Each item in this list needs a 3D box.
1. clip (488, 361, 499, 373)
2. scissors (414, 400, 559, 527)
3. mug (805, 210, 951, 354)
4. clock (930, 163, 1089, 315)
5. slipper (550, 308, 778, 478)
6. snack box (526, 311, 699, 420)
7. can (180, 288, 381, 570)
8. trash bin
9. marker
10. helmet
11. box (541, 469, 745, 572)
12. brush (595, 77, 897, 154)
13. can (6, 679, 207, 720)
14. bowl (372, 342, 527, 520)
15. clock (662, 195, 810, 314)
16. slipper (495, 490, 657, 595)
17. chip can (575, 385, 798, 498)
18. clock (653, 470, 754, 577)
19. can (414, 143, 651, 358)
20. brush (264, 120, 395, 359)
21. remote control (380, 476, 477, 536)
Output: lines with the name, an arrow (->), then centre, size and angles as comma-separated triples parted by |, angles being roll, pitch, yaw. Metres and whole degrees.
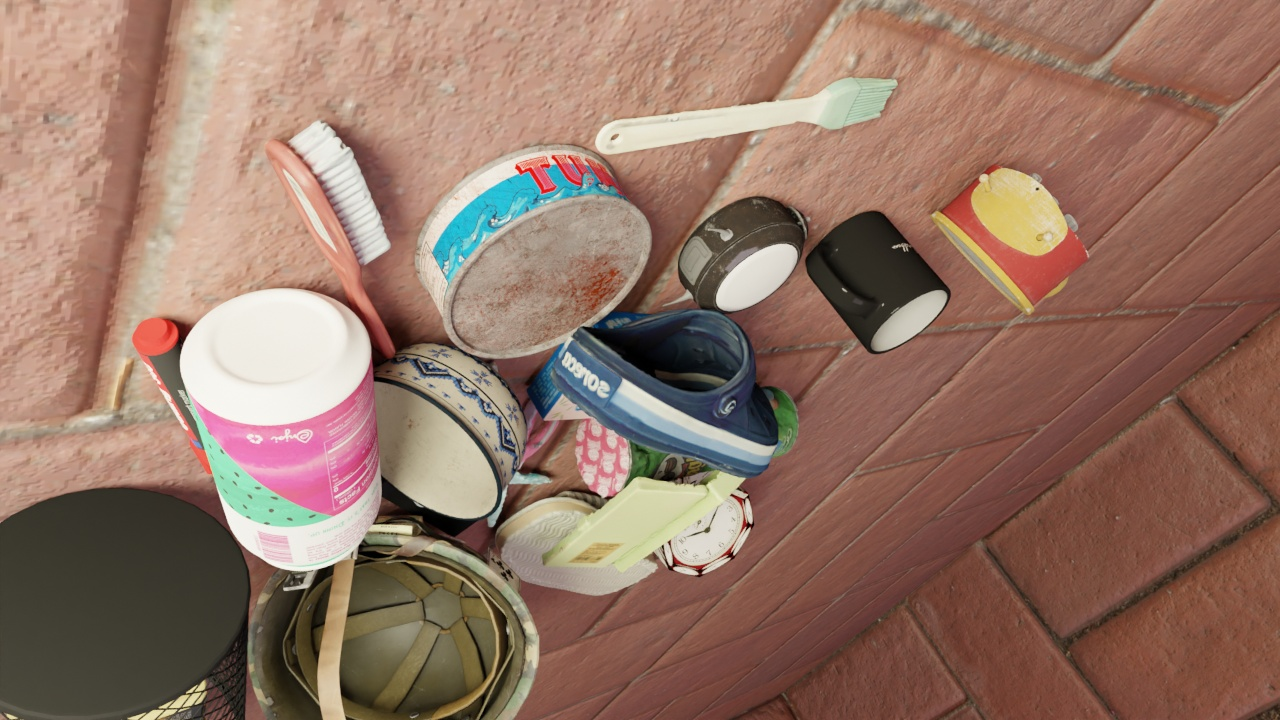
clip -> -0.142, 0.039, 0.626 | 0.101, 0.041, 0.054 | -18, 137, -24
scissors -> -0.122, 0.093, 0.740 | 0.167, 0.014, 0.171 | -20, 150, -38
mug -> 0.177, -0.063, 0.726 | 0.113, 0.088, 0.078 | -2, 140, -45
clock -> 0.323, -0.106, 0.782 | 0.081, 0.117, 0.158 | -44, 156, 15
slipper -> 0.039, 0.014, 0.621 | 0.095, 0.105, 0.252 | -61, 152, 8
snack box -> -0.004, 0.004, 0.709 | 0.153, 0.033, 0.088 | 0, 138, -47
can -> -0.190, 0.043, 0.504 | 0.088, 0.088, 0.166 | -18, 145, -26
trash bin -> -0.324, 0.198, 0.553 | 0.183, 0.184, 0.211 | -9, 139, -38
marker -> -0.246, 0.025, 0.504 | 0.023, 0.021, 0.145 | 5, 146, -4
helmet -> -0.186, 0.217, 0.686 | 0.225, 0.192, 0.235 | -9, -179, 21
box -> 0.009, 0.138, 0.792 | 0.140, 0.048, 0.188 | -6, 155, -36
brush -> 0.069, -0.148, 0.557 | 0.217, 0.012, 0.033 | -16, 149, -27
can -> -0.402, 0.271, 0.697 | 0.130, 0.072, 0.101 | -11, 144, -35
bowl -> -0.120, 0.037, 0.566 | 0.059, 0.115, 0.116 | -54, 171, -40
clock -> 0.078, -0.072, 0.655 | 0.122, 0.043, 0.091 | -10, 146, -37
slipper -> -0.060, 0.189, 0.935 | 0.114, 0.054, 0.272 | -33, 148, 4
chip can -> 0.050, 0.069, 0.830 | 0.222, 0.075, 0.076 | -7, 144, -40
clock -> 0.047, 0.154, 0.968 | 0.114, 0.065, 0.154 | -43, 127, -4
can -> -0.060, -0.060, 0.530 | 0.129, 0.044, 0.130 | -25, 152, -14
brush -> -0.144, -0.054, 0.466 | 0.030, 0.041, 0.173 | -40, 159, -20
remote control -> -0.167, 0.111, 0.736 | 0.034, 0.013, 0.150 | -35, 153, -3
